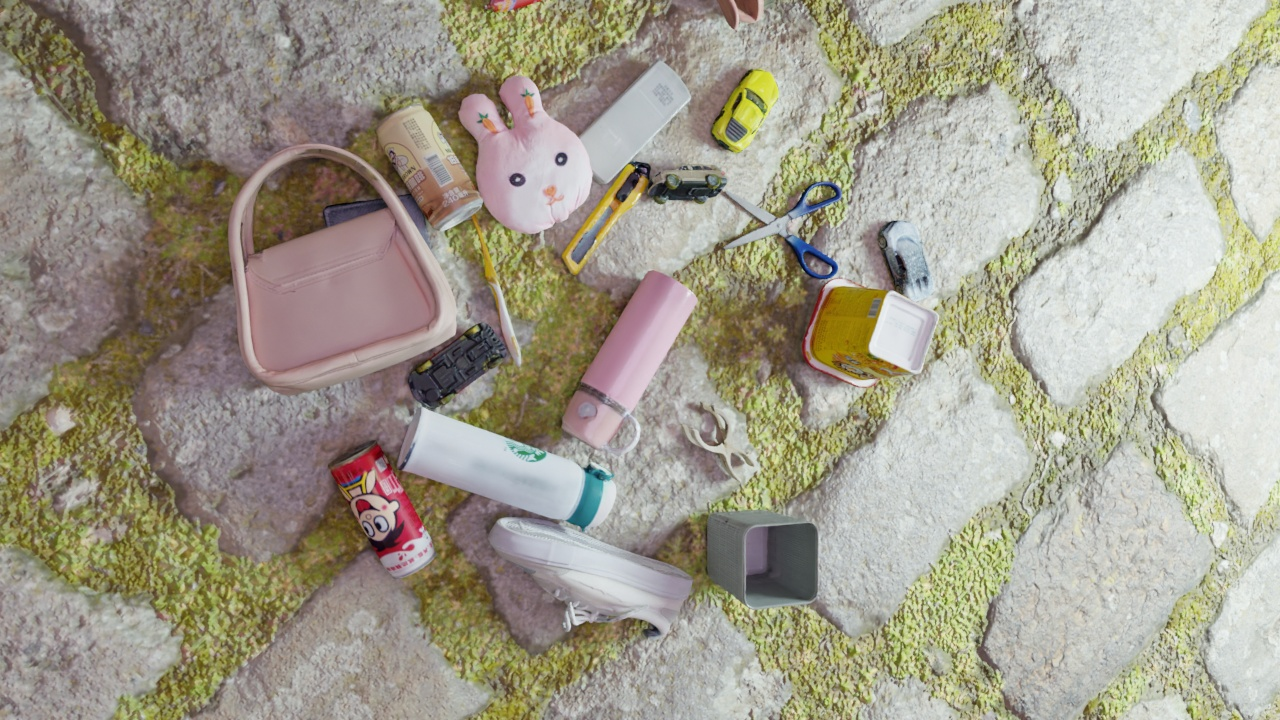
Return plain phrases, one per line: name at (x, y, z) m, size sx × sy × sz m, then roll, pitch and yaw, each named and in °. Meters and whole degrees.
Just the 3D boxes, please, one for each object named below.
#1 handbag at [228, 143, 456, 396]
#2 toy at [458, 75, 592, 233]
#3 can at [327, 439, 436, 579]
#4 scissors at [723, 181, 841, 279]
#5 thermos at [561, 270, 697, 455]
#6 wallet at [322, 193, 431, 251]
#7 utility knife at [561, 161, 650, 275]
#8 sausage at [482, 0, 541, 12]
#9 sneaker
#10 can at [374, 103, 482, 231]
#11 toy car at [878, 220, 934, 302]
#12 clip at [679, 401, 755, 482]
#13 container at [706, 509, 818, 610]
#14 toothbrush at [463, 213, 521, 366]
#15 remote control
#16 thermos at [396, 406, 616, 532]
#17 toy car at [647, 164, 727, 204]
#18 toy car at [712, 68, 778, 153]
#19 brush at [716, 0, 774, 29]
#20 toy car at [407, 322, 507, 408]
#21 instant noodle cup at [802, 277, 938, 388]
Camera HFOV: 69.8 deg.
handbag at (-0.297, -0.098, 0.877) m, size 0.193 × 0.093 × 0.234 m, roll -20°, pitch 87°, yaw -8°
toy at (-0.122, -0.214, 0.956) m, size 0.121 × 0.054 × 0.159 m, roll -30°, pitch 94°, yaw -11°
can at (-0.257, 0.149, 0.918) m, size 0.053 × 0.053 × 0.133 m, roll -29°, pitch 101°, yaw -17°
scissors at (0.176, -0.158, 1.084) m, size 0.162 × 0.012 × 0.175 m, roll -46°, pitch 104°, yaw -11°
thermos at (-0.006, 0.006, 0.989) m, size 0.087 × 0.067 × 0.198 m, roll 27°, pitch 79°, yaw 17°
wallet at (-0.260, -0.104, 0.928) m, size 0.097 × 0.019 × 0.121 m, roll -13°, pitch 94°, yaw -18°
utility knife at (-0.035, -0.159, 1.006) m, size 0.033 × 0.015 × 0.153 m, roll 37°, pitch 80°, yaw -14°
sausage at (-0.096, -0.397, 0.976) m, size 0.155 × 0.020 × 0.020 m, roll -27°, pitch 100°, yaw -16°
sneaker at (-0.061, 0.238, 0.978) m, size 0.242 × 0.089 × 0.090 m, roll 24°, pitch 88°, yaw -25°
can at (-0.210, -0.192, 0.915) m, size 0.058 × 0.059 × 0.116 m, roll -33°, pitch 95°, yaw -16°
toy car at (0.329, -0.123, 1.129) m, size 0.048 × 0.031 × 0.105 m, roll -24°, pitch 99°, yaw -18°
clip at (0.080, 0.102, 1.048) m, size 0.083 × 0.035 × 0.104 m, roll -28°, pitch 108°, yaw -20°
container at (0.131, 0.216, 1.025) m, size 0.090 × 0.114 × 0.090 m, roll 0°, pitch 91°, yaw -19°
toothbrush at (-0.159, -0.083, 0.966) m, size 0.018 × 0.016 × 0.191 m, roll -18°, pitch 97°, yaw -7°
remote control at (-0.011, -0.262, 1.008) m, size 0.150 × 0.021 × 0.058 m, roll -47°, pitch 105°, yaw -12°
thermos at (-0.133, 0.114, 0.953) m, size 0.224 × 0.073 × 0.073 m, roll 22°, pitch 84°, yaw -19°
toy car at (0.050, -0.198, 1.022) m, size 0.090 × 0.042 × 0.035 m, roll -7°, pitch 71°, yaw -24°
toy car at (0.124, -0.288, 1.050) m, size 0.048 × 0.032 × 0.105 m, roll 35°, pitch 79°, yaw -17°
brush at (0.095, -0.444, 1.020) m, size 0.073 × 0.063 × 0.145 m, roll -32°, pitch 104°, yaw -20°
toy car at (-0.191, 0.006, 0.948) m, size 0.106 × 0.031 × 0.049 m, roll -39°, pitch 103°, yaw -15°
instant noodle cup at (0.268, -0.032, 1.061) m, size 0.116 × 0.124 × 0.116 m, roll 22°, pitch 84°, yaw -19°
